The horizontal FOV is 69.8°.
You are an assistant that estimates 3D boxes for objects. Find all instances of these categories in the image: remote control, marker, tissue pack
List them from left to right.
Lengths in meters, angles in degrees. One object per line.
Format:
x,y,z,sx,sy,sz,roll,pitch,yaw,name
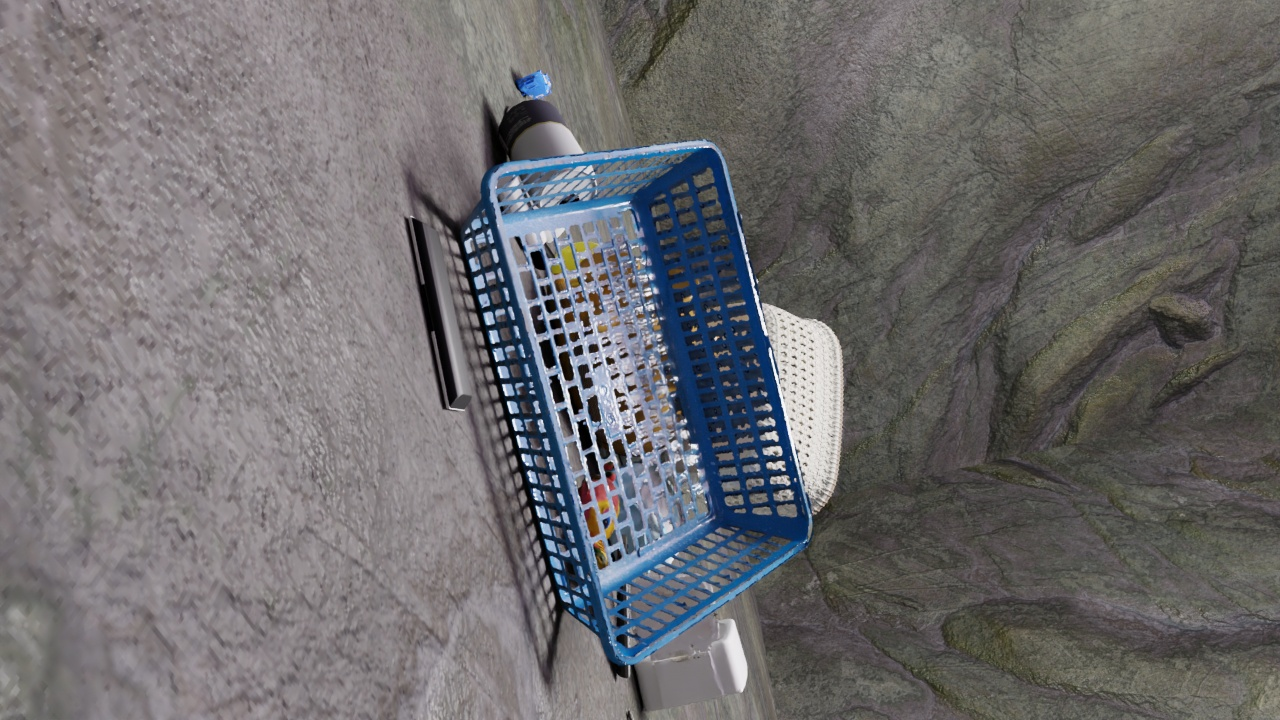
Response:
-0.125,-0.030,0.578,0.028,0.012,0.124,33,43,-80,remote control
-0.108,-0.128,0.864,0.126,0.025,0.025,67,12,-54,marker
-0.015,0.222,0.821,0.033,0.013,0.137,-90,180,-68,remote control
0.004,0.165,1.002,0.182,0.070,0.112,19,56,-81,tissue pack

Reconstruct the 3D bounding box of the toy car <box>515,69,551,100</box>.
-0.117,-0.308,1.096,0.092,0.033,0.062,-72,141,-77,toy car

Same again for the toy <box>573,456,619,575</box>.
-0.040,0.140,0.797,0.084,0.046,0.103,113,-20,-63,toy

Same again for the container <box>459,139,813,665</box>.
-0.003,0.020,0.735,0.256,0.089,0.362,-19,97,-44,container

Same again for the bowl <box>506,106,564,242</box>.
-0.101,-0.205,0.995,0.149,0.043,0.149,-13,89,-83,bowl

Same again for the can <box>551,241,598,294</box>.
-0.055,-0.072,1.007,0.105,0.068,0.067,70,10,-47,can

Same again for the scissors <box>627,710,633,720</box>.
0.017,0.396,0.864,0.174,0.014,0.141,73,-4,-73,scissors

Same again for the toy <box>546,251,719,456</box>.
-0.006,0.006,0.936,0.162,0.199,0.204,-42,142,-41,toy

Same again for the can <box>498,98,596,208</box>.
-0.086,-0.188,0.868,0.127,0.064,0.064,61,-2,33,can

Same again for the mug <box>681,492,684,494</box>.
0.029,0.137,1.280,0.124,0.083,0.104,113,-31,-59,mug

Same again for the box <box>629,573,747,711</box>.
0.039,0.273,0.934,0.126,0.109,0.137,9,64,-80,box

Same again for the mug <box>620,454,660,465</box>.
0.016,0.089,1.166,0.071,0.089,0.107,60,18,-66,mug

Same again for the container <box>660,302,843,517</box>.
0.118,0.054,1.020,0.142,0.185,0.245,26,62,-45,container

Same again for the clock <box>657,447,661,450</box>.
0.010,0.026,1.077,0.131,0.086,0.160,18,69,-42,clock
